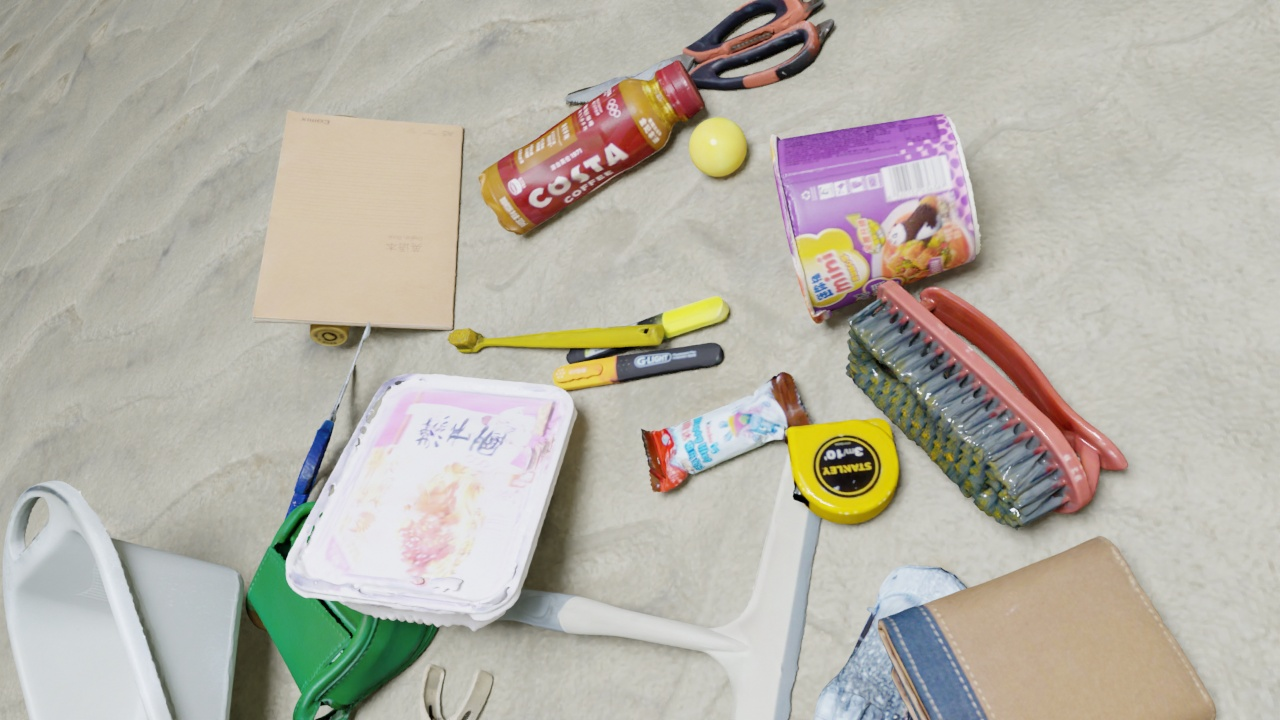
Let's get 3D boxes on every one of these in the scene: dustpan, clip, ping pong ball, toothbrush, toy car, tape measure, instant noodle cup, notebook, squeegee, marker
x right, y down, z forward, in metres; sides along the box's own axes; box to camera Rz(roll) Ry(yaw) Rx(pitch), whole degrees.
[{"bbox_3d":[-0.371,0.220,0.607,0.223,0.142,0.257,-34,45,36],"label":"dustpan"},{"bbox_3d":[-0.124,0.235,0.552,0.076,0.035,0.100,-3,60,30],"label":"clip"},{"bbox_3d":[0.054,-0.148,0.638,0.040,0.040,0.040,-14,60,24],"label":"ping pong ball"},{"bbox_3d":[-0.066,-0.017,0.645,0.190,0.016,0.015,-1,65,36],"label":"toothbrush"},{"bbox_3d":[0.126,0.148,0.449,0.049,0.031,0.105,25,79,35],"label":"toy car"},{"bbox_3d":[0.111,0.061,0.501,0.060,0.029,0.057,-8,61,6],"label":"tape measure"},{"bbox_3d":[0.134,-0.087,0.524,0.099,0.111,0.111,-13,60,14],"label":"instant noodle cup"},{"bbox_3d":[-0.225,-0.119,0.755,0.149,0.012,0.211,2,60,-10],"label":"notebook"},{"bbox_3d":[-0.119,0.090,0.567,0.138,0.060,0.173,5,42,9],"label":"instant noodle cup"},{"bbox_3d":[-0.029,0.150,0.535,0.247,0.039,0.246,1,67,31],"label":"squeegee"},{"bbox_3d":[0.002,-0.018,0.619,0.124,0.015,0.018,-17,57,26],"label":"marker"},{"bbox_3d":[-0.004,0.004,0.610,0.124,0.015,0.018,-9,67,24],"label":"marker"}]

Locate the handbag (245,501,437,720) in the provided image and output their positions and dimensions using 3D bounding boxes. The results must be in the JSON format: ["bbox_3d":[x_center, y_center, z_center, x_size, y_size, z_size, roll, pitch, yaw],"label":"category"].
[{"bbox_3d":[-0.206,0.167,0.619,0.120,0.068,0.131,-53,53,7],"label":"handbag"}]

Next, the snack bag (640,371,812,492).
[{"bbox_3d":[0.050,0.044,0.550,0.105,0.026,0.045,-25,51,15],"label":"snack bag"}]

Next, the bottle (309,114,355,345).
[{"bbox_3d":[-0.261,-0.112,0.790,0.065,0.065,0.218,-18,58,22],"label":"bottle"}]

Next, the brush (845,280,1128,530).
[{"bbox_3d":[0.173,0.019,0.470,0.069,0.063,0.145,-29,52,-11],"label":"brush"}]

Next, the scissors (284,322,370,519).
[{"bbox_3d":[-0.235,0.055,0.683,0.176,0.012,0.162,-66,15,7],"label":"scissors"}]

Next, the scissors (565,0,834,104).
[{"bbox_3d":[0.035,-0.238,0.712,0.210,0.015,0.177,34,87,38],"label":"scissors"}]

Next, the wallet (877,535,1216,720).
[{"bbox_3d":[0.175,0.137,0.405,0.115,0.033,0.090,-22,61,-2],"label":"wallet"}]

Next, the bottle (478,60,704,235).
[{"bbox_3d":[-0.036,-0.160,0.686,0.175,0.057,0.057,-29,54,15],"label":"bottle"}]
